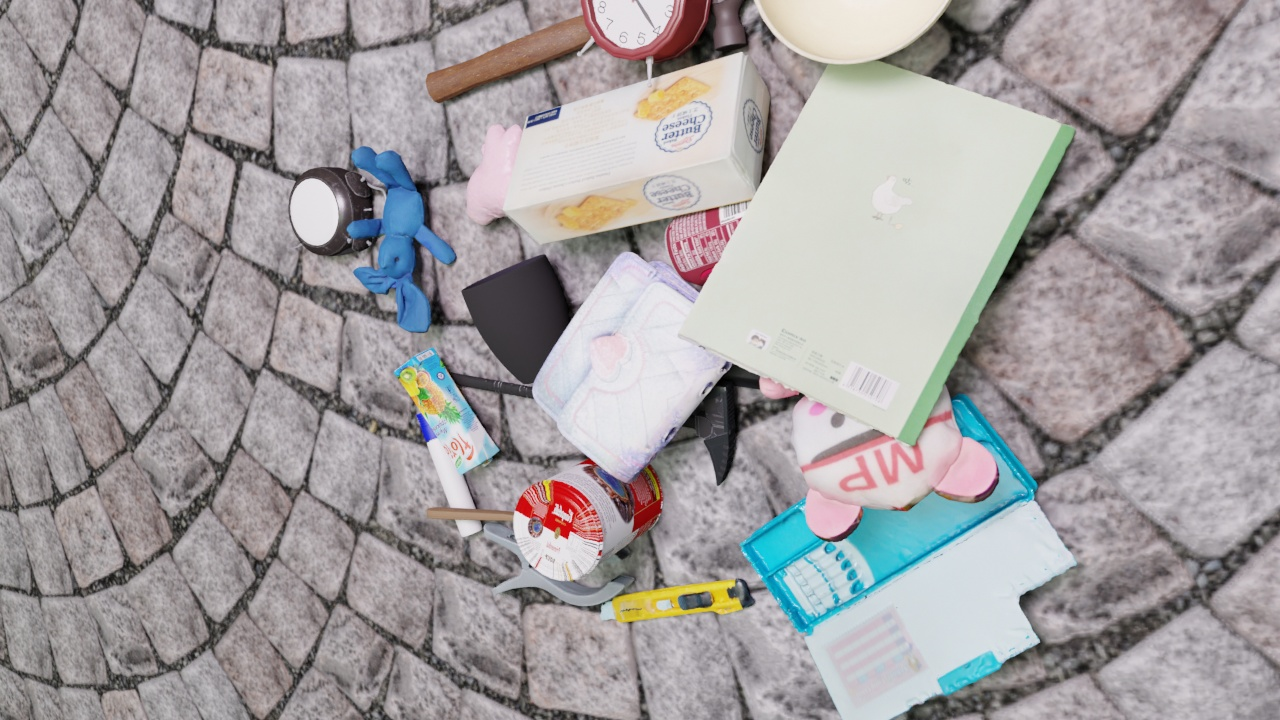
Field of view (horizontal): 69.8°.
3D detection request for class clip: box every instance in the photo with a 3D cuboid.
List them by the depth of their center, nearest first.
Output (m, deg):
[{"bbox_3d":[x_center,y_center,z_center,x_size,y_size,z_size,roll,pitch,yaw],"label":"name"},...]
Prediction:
[{"bbox_3d":[-0.084,0.182,0.891,0.164,0.027,0.107,-7,95,28],"label":"clip"}]

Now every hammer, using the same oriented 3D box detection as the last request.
[{"bbox_3d":[-0.057,-0.282,0.787,0.324,0.033,0.115,-10,96,30],"label":"hammer"},{"bbox_3d":[-0.062,0.043,0.856,0.325,0.015,0.095,9,115,29],"label":"hammer"}]

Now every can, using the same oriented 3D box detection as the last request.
[{"bbox_3d":[0.081,-0.102,0.727,0.114,0.063,0.063,-16,92,30],"label":"can"},{"bbox_3d":[-0.044,0.132,0.808,0.087,0.116,0.087,6,102,27],"label":"can"}]

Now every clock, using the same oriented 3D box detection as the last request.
[{"bbox_3d":[0.007,-0.289,0.704,0.096,0.048,0.138,29,116,19],"label":"clock"},{"bbox_3d":[-0.318,-0.153,0.943,0.123,0.043,0.091,2,100,28],"label":"clock"}]

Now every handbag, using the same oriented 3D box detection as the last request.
[{"bbox_3d":[-0.004,0.004,0.762,0.126,0.069,0.159,44,105,26],"label":"handbag"}]

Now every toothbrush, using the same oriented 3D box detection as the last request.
[{"bbox_3d":[-0.135,0.151,0.902,0.167,0.016,0.016,-1,96,16],"label":"toothbrush"}]

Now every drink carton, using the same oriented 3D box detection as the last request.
[{"bbox_3d":[-0.191,0.052,0.909,0.044,0.038,0.129,-31,92,37],"label":"drink carton"}]

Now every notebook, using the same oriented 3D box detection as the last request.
[{"bbox_3d":[0.163,-0.089,0.646,0.182,0.010,0.252,26,82,20],"label":"notebook"}]

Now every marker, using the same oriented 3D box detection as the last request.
[{"bbox_3d":[-0.194,0.113,0.939,0.027,0.023,0.133,-21,89,8],"label":"marker"}]

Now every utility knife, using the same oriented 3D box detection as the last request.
[{"bbox_3d":[0.029,0.225,0.846,0.163,0.017,0.030,-17,82,33],"label":"utility knife"}]

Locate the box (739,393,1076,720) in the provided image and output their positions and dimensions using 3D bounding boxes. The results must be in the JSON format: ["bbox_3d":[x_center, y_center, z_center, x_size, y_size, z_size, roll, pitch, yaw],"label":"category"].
[{"bbox_3d":[0.209,0.161,0.713,0.227,0.056,0.185,-41,69,28],"label":"box"}]

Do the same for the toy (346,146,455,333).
[{"bbox_3d":[-0.244,-0.121,0.897,0.113,0.070,0.176,9,111,27],"label":"toy"}]

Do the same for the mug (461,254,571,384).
[{"bbox_3d":[-0.112,-0.033,0.843,0.119,0.084,0.100,-4,113,58],"label":"mug"}]

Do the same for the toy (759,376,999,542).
[{"bbox_3d":[0.162,0.014,0.667,0.142,0.084,0.213,-19,71,13],"label":"toy"}]

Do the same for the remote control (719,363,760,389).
[{"bbox_3d":[0.062,-0.003,0.779,0.150,0.022,0.047,8,103,27],"label":"remote control"}]

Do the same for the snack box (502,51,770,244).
[{"bbox_3d":[-0.005,-0.165,0.737,0.208,0.057,0.104,-8,59,29],"label":"snack box"}]

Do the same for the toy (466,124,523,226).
[{"bbox_3d":[-0.119,-0.165,0.828,0.099,0.052,0.096,13,112,31],"label":"toy"}]

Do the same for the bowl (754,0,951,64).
[{"bbox_3d":[0.159,-0.282,0.645,0.151,0.075,0.151,5,102,26],"label":"bowl"}]
